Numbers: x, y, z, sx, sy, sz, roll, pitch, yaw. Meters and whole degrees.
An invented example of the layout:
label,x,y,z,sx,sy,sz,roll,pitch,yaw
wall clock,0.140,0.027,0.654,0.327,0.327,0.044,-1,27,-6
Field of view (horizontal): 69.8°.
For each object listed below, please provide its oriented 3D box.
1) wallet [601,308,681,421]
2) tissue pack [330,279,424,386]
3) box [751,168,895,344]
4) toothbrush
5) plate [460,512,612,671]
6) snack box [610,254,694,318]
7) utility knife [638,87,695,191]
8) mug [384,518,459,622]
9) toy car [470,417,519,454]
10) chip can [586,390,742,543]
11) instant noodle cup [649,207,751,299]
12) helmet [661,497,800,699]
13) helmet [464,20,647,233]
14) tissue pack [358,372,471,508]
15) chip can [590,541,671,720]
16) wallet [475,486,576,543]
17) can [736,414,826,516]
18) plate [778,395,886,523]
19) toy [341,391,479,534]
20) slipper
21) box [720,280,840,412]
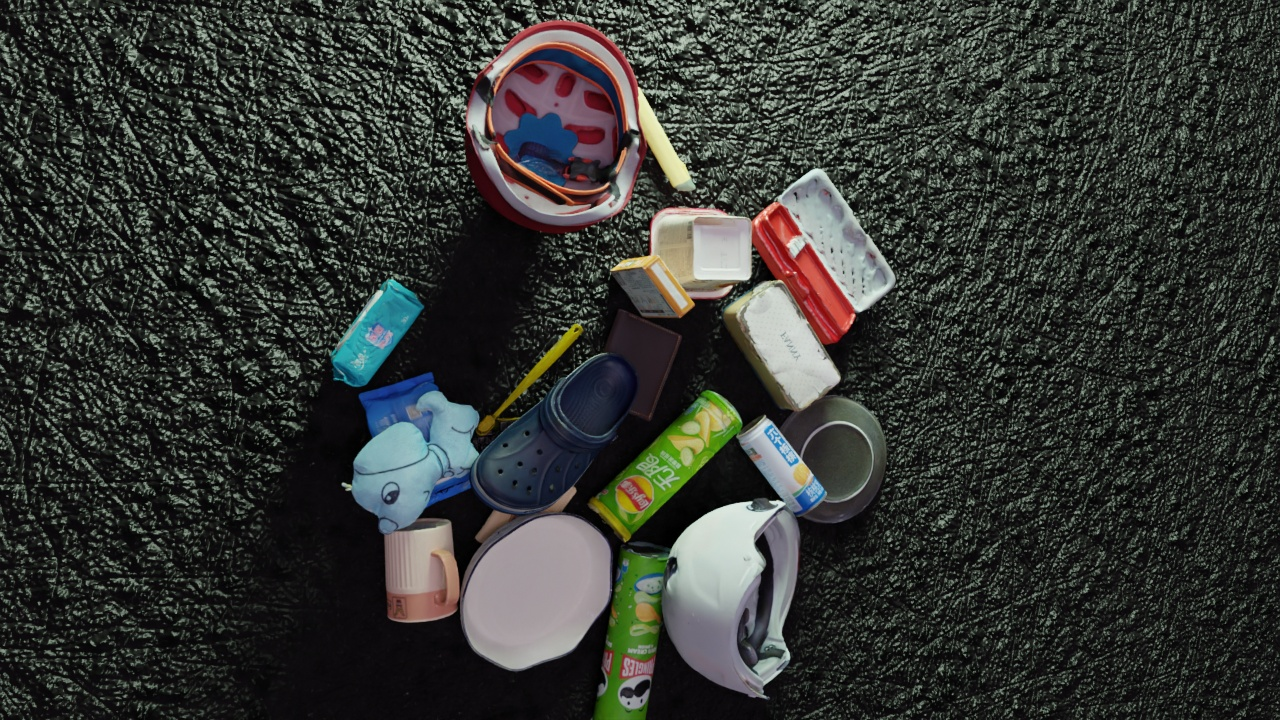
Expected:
label,x,y,z,sx,sy,sz,roll,pitch,yaw
wallet,-0.007,0.007,1.185,0.096,0.020,0.122,22,86,-21
tissue pack,-0.308,-0.030,1.055,0.050,0.093,0.133,37,82,-19
box,0.243,-0.139,1.238,0.160,0.059,0.201,-42,103,-23
toothbrush,-0.134,0.021,1.125,0.015,0.017,0.189,42,66,0
plate,-0.129,0.275,1.120,0.204,0.045,0.205,-11,111,-31
snack box,0.011,-0.088,1.114,0.026,0.154,0.075,-40,103,-11
utility knife,0.021,-0.289,1.178,0.031,0.018,0.167,-32,103,-17
mug,-0.251,0.247,1.078,0.081,0.115,0.106,-5,92,-42
toy car,-0.141,0.102,1.138,0.155,0.041,0.071,-7,95,-14
chip can,0.035,0.132,1.176,0.221,0.073,0.072,-43,104,-10
instant noodle cup,0.079,-0.136,1.147,0.116,0.124,0.116,-1,94,-16
helmet,0.108,0.284,1.148,0.146,0.257,0.229,2,111,21
helmet,-0.107,-0.259,1.079,0.207,0.144,0.239,18,74,-17
tissue pack,-0.267,0.098,1.095,0.094,0.052,0.157,-22,99,-16
chip can,-0.011,0.355,1.176,0.072,0.072,0.236,9,90,-17
wallet,-0.138,0.190,1.134,0.087,0.024,0.115,27,102,-31
can,0.187,0.139,1.221,0.053,0.053,0.134,-38,92,-12
plate,0.268,0.139,1.271,0.179,0.024,0.179,-1,94,-17
toy,-0.260,0.116,1.044,0.156,0.050,0.161,-1,91,-23
slipper,-0.085,0.084,1.079,0.105,0.095,0.252,47,62,-3
box,0.191,-0.013,1.222,0.089,0.062,0.184,-34,104,-12
